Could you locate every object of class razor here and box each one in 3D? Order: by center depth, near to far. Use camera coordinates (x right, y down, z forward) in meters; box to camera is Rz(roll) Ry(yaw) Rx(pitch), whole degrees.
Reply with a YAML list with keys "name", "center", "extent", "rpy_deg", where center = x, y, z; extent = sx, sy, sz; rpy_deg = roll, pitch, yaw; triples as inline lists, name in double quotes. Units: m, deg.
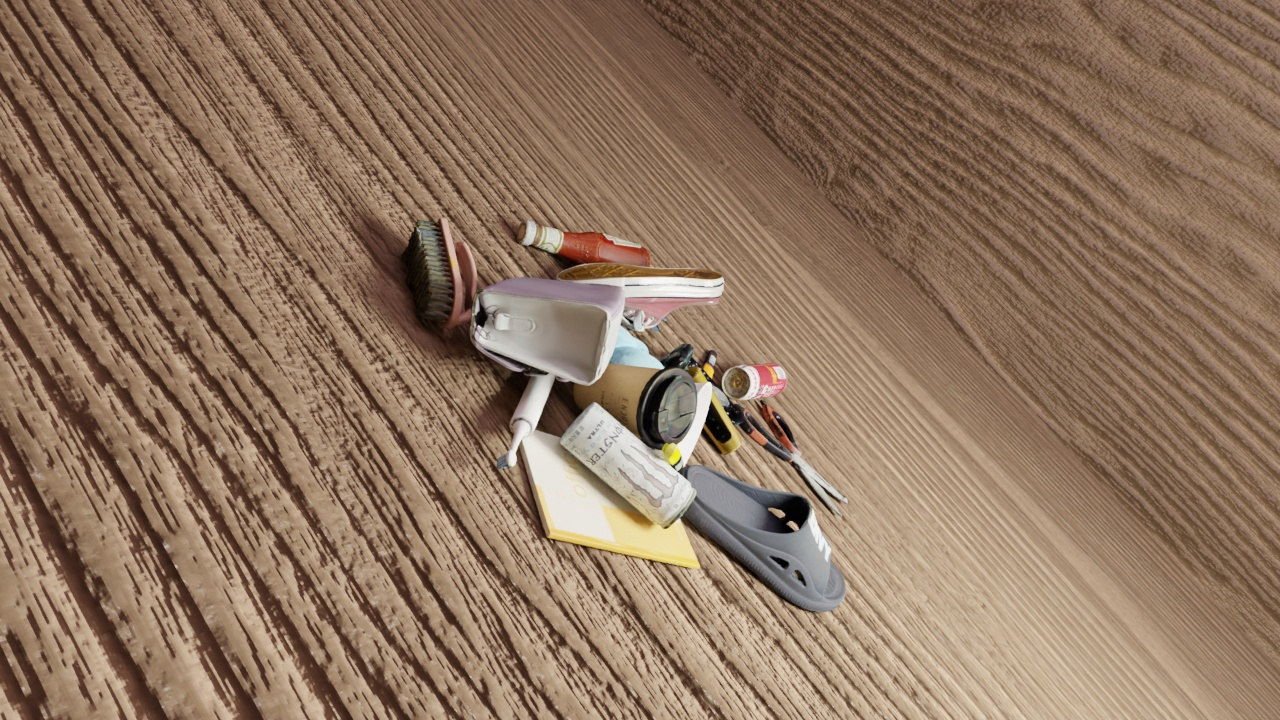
- name: "razor"
  center: [0.082, 0.054, 1.243]
  extent: [0.167, 0.062, 0.067]
  rpy_deg: [57, 6, 17]

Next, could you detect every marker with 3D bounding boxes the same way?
- name: "marker"
  center: [0.037, 0.108, 1.006]
  extent: [0.015, 0.018, 0.124]
  rpy_deg: [29, -9, 14]
- name: "marker"
  center: [0.104, 0.008, 1.396]
  extent: [0.018, 0.015, 0.123]
  rpy_deg: [42, 22, -5]

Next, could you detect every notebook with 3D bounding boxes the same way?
- name: "notebook"
  center: [-0.034, 0.145, 0.967]
  extent: [0.206, 0.010, 0.145]
  rpy_deg: [22, 31, -38]

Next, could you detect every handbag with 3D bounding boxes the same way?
- name: "handbag"
  center: [-0.097, -0.041, 1.012]
  extent: [0.145, 0.098, 0.196]
  rpy_deg: [15, 11, 1]

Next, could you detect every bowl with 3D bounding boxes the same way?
- name: "bowl"
  center: [0.034, 0.071, 1.098]
  extent: [0.065, 0.118, 0.118]
  rpy_deg: [21, 20, 15]

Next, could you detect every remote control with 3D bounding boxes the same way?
- name: "remote control"
  center: [0.093, 0.043, 1.308]
  extent: [0.136, 0.024, 0.053]
  rpy_deg: [50, 26, 14]

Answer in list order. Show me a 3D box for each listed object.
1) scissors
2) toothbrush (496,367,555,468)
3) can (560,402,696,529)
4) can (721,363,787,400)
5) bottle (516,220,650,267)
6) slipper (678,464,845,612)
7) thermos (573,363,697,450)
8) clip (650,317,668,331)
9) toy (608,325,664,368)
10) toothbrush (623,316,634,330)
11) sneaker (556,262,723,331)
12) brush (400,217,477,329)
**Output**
- name: "scissors"
  center: [0.222, 0.136, 1.361]
  extent: [0.189, 0.015, 0.224]
  rpy_deg: [25, 30, -35]
- name: "toothbrush"
  center: [-0.116, 0.056, 0.944]
  extent: [0.027, 0.026, 0.220]
  rpy_deg: [60, 14, -17]
- name: "can"
  center: [-0.013, 0.111, 0.968]
  extent: [0.146, 0.058, 0.058]
  rpy_deg: [41, 25, -3]
- name: "can"
  center: [0.177, 0.032, 1.415]
  extent: [0.053, 0.053, 0.132]
  rpy_deg: [52, 26, 20]
- name: "bottle"
  center: [-0.081, -0.160, 1.326]
  extent: [0.205, 0.060, 0.059]
  rpy_deg: [12, 37, -33]
- name: "slipper"
  center: [0.159, 0.200, 1.081]
  extent: [0.268, 0.083, 0.110]
  rpy_deg: [37, 27, -16]
- name: "thermos"
  center: [-0.006, 0.043, 1.025]
  extent: [0.143, 0.093, 0.093]
  rpy_deg: [14, 2, 41]
- name: "clip"
  center: [0.015, -0.070, 1.385]
  extent: [0.027, 0.044, 0.058]
  rpy_deg: [15, 31, -44]
- name: "toy"
  center: [-0.007, 0.007, 1.187]
  extent: [0.156, 0.050, 0.161]
  rpy_deg: [37, 18, 10]
- name: "toothbrush"
  center: [-0.034, -0.105, 1.373]
  extent: [0.015, 0.018, 0.181]
  rpy_deg: [21, 34, -35]
- name: "sneaker"
  center: [0.000, -0.083, 1.275]
  extent: [0.240, 0.088, 0.118]
  rpy_deg: [0, 20, -19]
- name: "brush"
  center: [-0.215, -0.091, 1.015]
  extent: [0.073, 0.063, 0.145]
  rpy_deg: [10, 39, -34]
